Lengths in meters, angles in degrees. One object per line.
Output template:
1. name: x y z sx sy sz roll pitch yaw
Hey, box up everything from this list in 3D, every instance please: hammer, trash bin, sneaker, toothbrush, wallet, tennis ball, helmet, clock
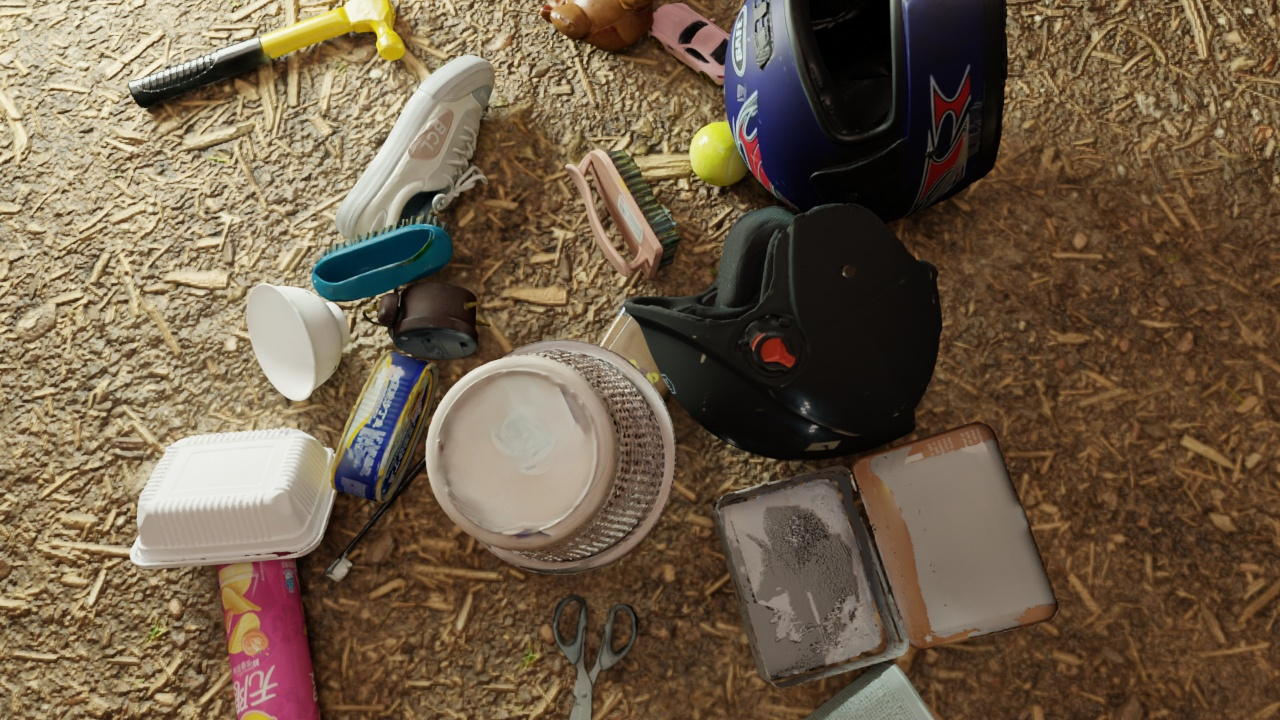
1. hammer: -0.420 -0.349 1.025 0.300 0.033 0.128 -22 75 -4
2. trash bin: -0.086 0.081 0.798 0.227 0.192 0.227 -1 83 5
3. sneaker: -0.208 -0.208 0.950 0.091 0.089 0.242 31 79 7
4. toothbrush: -0.243 0.140 0.895 0.018 0.016 0.181 37 80 5
5. wallet: -0.005 0.005 0.915 0.090 0.033 0.115 31 82 9
6. tennis ball: 0.084 -0.214 0.953 0.065 0.065 0.065 -1 75 2
7. helmet: 0.130 -0.022 0.814 0.274 0.233 0.230 -12 98 -3
8. helmet: 0.194 -0.262 0.834 0.241 0.315 0.246 -5 67 14
9. clock: -0.214 -0.039 0.908 0.122 0.082 0.055 0 70 1

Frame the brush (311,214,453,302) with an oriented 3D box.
1. brush: -0.249 -0.091 0.883 0.144 0.055 0.073 -18 35 6

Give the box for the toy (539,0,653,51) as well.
1. toy: -0.057 -0.438 0.997 0.140 0.130 0.199 -19 66 17

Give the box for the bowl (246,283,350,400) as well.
1. bowl: -0.330 -0.026 0.910 0.064 0.119 0.118 -25 71 -46

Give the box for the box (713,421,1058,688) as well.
1. box: 0.212 0.175 0.820 0.260 0.105 0.178 -16 75 -2

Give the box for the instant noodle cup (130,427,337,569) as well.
1. instant noodle cup: -0.375 0.119 0.848 0.173 0.060 0.137 -6 38 2

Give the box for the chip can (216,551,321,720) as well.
1. chip can: -0.334 0.277 0.831 0.071 0.071 0.210 -15 75 -2

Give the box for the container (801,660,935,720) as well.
1. container: 0.196 0.329 0.791 0.111 0.090 0.090 -33 76 -3

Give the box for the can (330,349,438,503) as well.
1. can: -0.243 0.062 0.881 0.049 0.075 0.147 15 65 4

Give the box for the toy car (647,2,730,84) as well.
1. toy car: 0.062 -0.350 1.006 0.122 0.037 0.056 38 78 12

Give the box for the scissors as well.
1. scissors: -0.057 0.301 0.847 0.168 0.014 0.156 -41 79 -6

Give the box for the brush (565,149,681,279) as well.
1. brush: -0.020 -0.155 0.941 0.073 0.063 0.145 -25 74 -15
